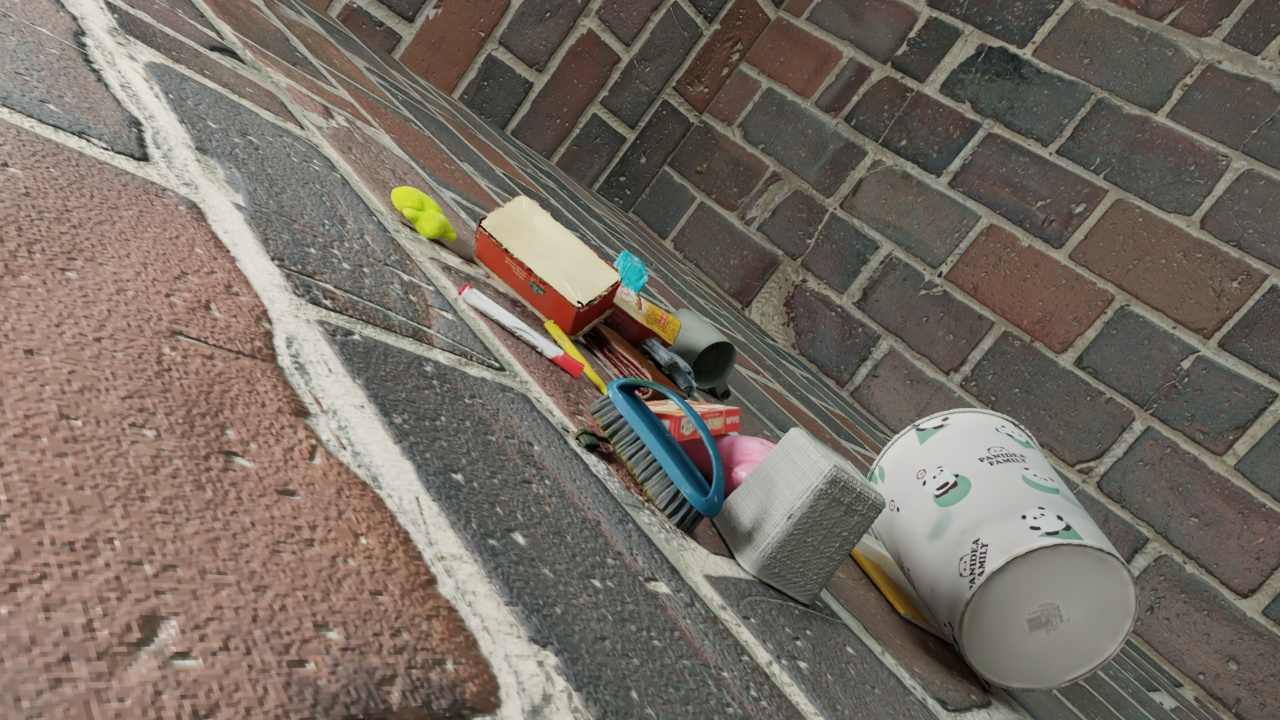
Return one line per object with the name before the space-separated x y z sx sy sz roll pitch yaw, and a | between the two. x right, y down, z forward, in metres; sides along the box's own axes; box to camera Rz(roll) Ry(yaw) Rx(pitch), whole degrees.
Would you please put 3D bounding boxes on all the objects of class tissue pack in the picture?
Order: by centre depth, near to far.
tissue pack | -0.030 -0.108 1.356 0.050 0.093 0.133 32 11 -8

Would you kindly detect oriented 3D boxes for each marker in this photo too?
marker | -0.118 -0.029 0.912 0.145 0.017 0.017 35 10 -13

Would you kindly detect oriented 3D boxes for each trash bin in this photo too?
trash bin | 0.395 0.208 1.016 0.229 0.230 0.251 35 16 -16

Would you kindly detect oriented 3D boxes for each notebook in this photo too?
notebook | 0.301 0.258 1.090 0.146 0.010 0.206 32 12 -28

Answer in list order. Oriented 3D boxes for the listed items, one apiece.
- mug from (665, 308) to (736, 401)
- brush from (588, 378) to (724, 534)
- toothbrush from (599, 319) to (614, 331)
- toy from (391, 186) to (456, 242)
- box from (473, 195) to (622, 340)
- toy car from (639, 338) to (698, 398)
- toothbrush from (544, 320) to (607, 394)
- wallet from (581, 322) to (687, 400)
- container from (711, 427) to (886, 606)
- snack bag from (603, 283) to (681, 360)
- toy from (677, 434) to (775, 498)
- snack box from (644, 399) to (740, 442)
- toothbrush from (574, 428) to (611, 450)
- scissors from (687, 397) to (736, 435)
mug | 0.086 -0.006 1.383 0.103 0.083 0.124 46 -14 43
brush | 0.021 0.069 0.758 0.144 0.073 0.055 51 12 21
toothbrush | -0.046 -0.055 1.270 0.191 0.018 0.016 35 -5 -17
toy | -0.249 -0.170 1.046 0.100 0.031 0.096 41 12 17
box | -0.106 -0.115 1.058 0.168 0.078 0.091 40 53 13
toy car | 0.039 0.008 1.183 0.054 0.037 0.120 44 -3 34
toothbrush | -0.050 0.010 0.968 0.015 0.017 0.190 27 14 -48
wallet | -0.007 0.006 1.104 0.124 0.032 0.101 43 9 23
container | 0.139 0.131 0.797 0.090 0.114 0.090 33 11 -27
snack bag | -0.049 -0.084 1.209 0.208 0.073 0.128 37 -1 -20
toy | 0.122 0.115 0.932 0.194 0.074 0.178 24 3 -17
snack box | 0.034 0.056 0.877 0.075 0.025 0.152 6 3 28
toothbrush | -0.003 0.082 0.826 0.017 0.012 0.185 50 15 30
scissors | 0.145 0.118 1.169 0.226 0.015 0.188 45 12 32
